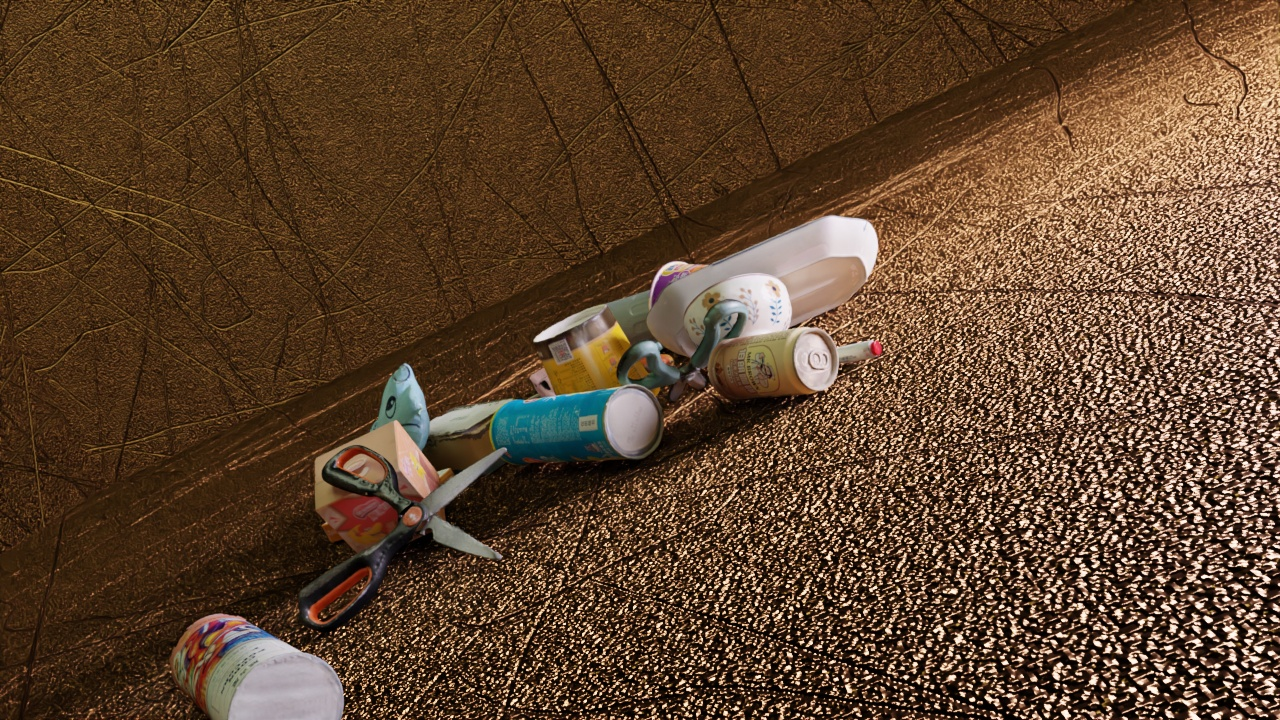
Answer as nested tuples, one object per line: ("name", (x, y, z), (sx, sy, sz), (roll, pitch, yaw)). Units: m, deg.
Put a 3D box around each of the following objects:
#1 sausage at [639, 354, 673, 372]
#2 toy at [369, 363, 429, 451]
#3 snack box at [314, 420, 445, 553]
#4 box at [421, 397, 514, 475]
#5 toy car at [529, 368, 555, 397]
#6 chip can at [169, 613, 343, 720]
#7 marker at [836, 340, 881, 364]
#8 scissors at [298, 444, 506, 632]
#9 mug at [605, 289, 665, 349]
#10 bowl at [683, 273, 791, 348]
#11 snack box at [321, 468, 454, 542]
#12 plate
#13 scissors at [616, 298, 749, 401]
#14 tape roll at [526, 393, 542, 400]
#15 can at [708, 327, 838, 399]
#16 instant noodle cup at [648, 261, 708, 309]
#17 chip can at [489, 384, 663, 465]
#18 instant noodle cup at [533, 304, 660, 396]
("sausage", (-0.007, 0.007, 1.162), (0.021, 0.021, 0.165), (-33, 14, -30))
("toy", (-0.288, 0.087, 1.094), (0.049, 0.161, 0.157), (-3, -4, -39))
("snack box", (-0.261, 0.132, 0.923), (0.093, 0.094, 0.077), (-25, 40, 1))
("box", (-0.202, 0.094, 1.106), (0.089, 0.062, 0.185), (-35, 17, -34))
("toy car", (-0.106, 0.030, 1.179), (0.056, 0.037, 0.122), (-20, 24, -18))
("chip can", (-0.282, 0.230, 0.659), (0.071, 0.071, 0.215), (-34, 14, -33))
("marker", (0.159, 0.000, 0.858), (0.146, 0.017, 0.017), (-13, 18, 46))
("scissors", (-0.220, 0.145, 0.814), (0.234, 0.022, 0.220), (25, 68, 34))
("mug", (0.020, -0.051, 1.248), (0.104, 0.083, 0.123), (-17, -10, 32))
("bowl", (0.107, -0.032, 0.950), (0.113, 0.062, 0.114), (-13, -30, -8))
("snack box", (-0.285, 0.166, 1.046), (0.154, 0.026, 0.075), (-18, 14, 30))
("plate", (0.137, -0.069, 1.001), (0.266, 0.034, 0.162), (-22, -29, 10))
("scissors", (0.029, 0.005, 0.886), (0.171, 0.019, 0.177), (-18, -26, -26))
("tape roll", (-0.137, 0.060, 1.220), (0.086, 0.014, 0.085), (-24, 12, 6))
("can", (0.117, 0.004, 0.828), (0.058, 0.058, 0.116), (-34, 14, -33))
("instant noodle cup", (0.082, -0.072, 1.127), (0.099, 0.111, 0.111), (-2, 26, 45))
("chip can", (-0.069, 0.067, 0.915), (0.071, 0.071, 0.211), (-35, 15, -36))
("instant noodle cup", (-0.055, 0.007, 1.035), (0.118, 0.114, 0.118), (-25, 13, 6))
